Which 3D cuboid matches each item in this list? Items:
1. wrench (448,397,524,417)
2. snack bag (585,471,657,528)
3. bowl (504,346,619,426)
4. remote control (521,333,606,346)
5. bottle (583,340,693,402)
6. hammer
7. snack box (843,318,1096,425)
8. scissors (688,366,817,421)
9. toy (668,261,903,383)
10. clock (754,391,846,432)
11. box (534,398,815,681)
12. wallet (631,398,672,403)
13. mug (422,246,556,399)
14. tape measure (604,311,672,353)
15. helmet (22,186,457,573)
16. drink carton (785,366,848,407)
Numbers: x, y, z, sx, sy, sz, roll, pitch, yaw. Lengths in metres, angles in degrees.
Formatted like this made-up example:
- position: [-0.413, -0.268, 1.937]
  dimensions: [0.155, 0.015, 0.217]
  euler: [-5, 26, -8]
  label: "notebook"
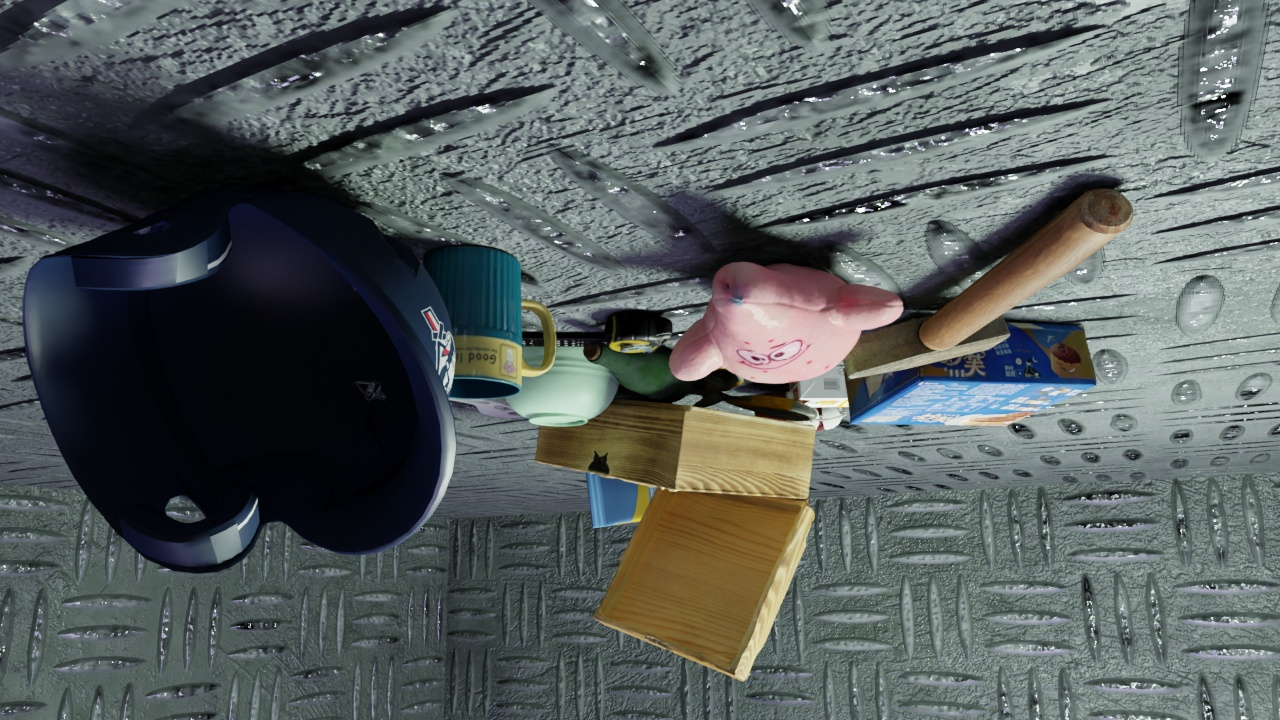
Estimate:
- position: [-0.253, 0.047, 1.231]
  dimensions: [0.087, 0.018, 0.272]
  euler: [-12, 161, 44]
  label: "wrench"
- position: [0.018, 0.166, 1.397]
  dimensions: [0.205, 0.159, 0.102]
  euler: [-5, 169, -14]
  label: "snack bag"
- position: [-0.093, 0.032, 1.047]
  dimensions: [0.151, 0.077, 0.151]
  euler: [0, 167, 0]
  label: "bowl"
- position: [-0.096, -0.021, 0.964]
  dimensions: [0.140, 0.009, 0.030]
  euler: [0, 167, -4]
  label: "remote control"
- position: [-0.006, 0.006, 0.979]
  dimensions: [0.055, 0.055, 0.174]
  euler: [-9, 165, 30]
  label: "bottle"
- position: [0.282, -0.055, 0.740]
  dimensions: [0.157, 0.037, 0.301]
  euler: [-12, 165, -13]
  label: "hammer"
- position: [0.345, 0.017, 0.980]
  dimensions: [0.202, 0.069, 0.155]
  euler: [2, 159, -15]
  label: "snack box"
- position: [0.103, 0.038, 1.143]
  dimensions: [0.226, 0.016, 0.216]
  euler: [7, 159, 29]
  label: "scissors"
- position: [0.108, -0.033, 0.730]
  dimensions: [0.192, 0.096, 0.236]
  euler: [-16, 168, 20]
  label: "toy"
- position: [0.206, 0.071, 1.222]
  dimensions: [0.096, 0.048, 0.138]
  euler: [-9, -174, -42]
  label: "clock"
- position: [0.049, 0.217, 1.169]
  dimensions: [0.283, 0.323, 0.280]
  euler: [8, 175, -40]
  label: "box"
- position: [-0.009, 0.071, 1.343]
  dimensions: [0.116, 0.018, 0.091]
  euler: [-5, 166, 8]
  label: "wallet"
- position: [-0.122, -0.026, 0.735]
  dimensions: [0.113, 0.107, 0.083]
  euler: [7, 163, -30]
  label: "mug"
- position: [-0.005, -0.025, 0.901]
  dimensions: [0.061, 0.034, 0.062]
  euler: [5, 165, -14]
  label: "tape measure"
- position: [-0.219, 0.005, 0.594]
  dimensions: [0.272, 0.233, 0.222]
  euler: [22, -150, 29]
  label: "helmet"
- position: [0.246, 0.033, 1.142]
  dimensions: [0.122, 0.040, 0.058]
  euler: [0, 167, -3]
  label: "drink carton"
